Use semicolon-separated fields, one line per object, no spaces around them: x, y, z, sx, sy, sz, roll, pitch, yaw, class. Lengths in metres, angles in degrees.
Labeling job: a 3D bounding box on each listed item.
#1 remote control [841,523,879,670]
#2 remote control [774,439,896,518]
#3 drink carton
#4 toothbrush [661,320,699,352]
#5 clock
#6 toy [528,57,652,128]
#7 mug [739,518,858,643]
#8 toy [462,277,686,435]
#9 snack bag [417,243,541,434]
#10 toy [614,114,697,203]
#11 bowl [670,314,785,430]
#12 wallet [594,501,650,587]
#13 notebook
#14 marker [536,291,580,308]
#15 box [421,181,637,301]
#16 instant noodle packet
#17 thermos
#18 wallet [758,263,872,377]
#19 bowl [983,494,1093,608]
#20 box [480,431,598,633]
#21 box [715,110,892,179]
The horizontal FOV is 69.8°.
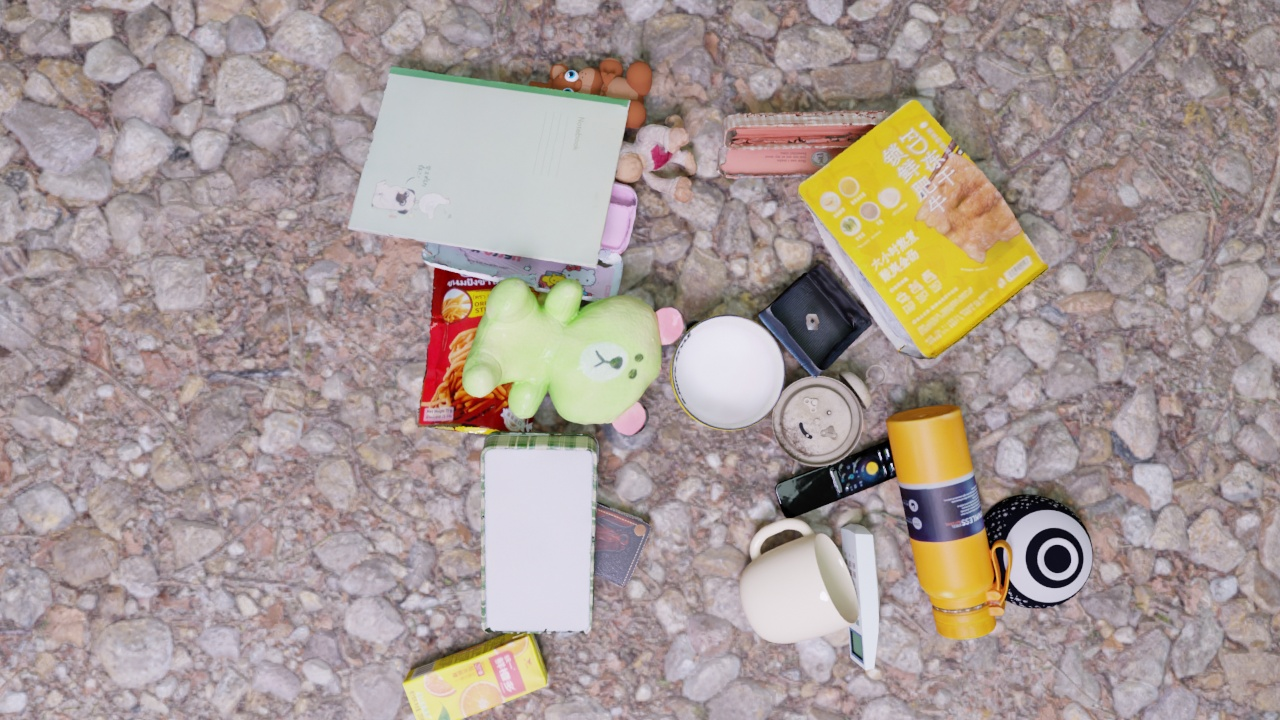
0.232;0.243;0.956;0.024;0.049;0.143;-3;87;-5;remote control
0.216;0.124;0.977;0.152;0.020;0.041;-20;93;-6;remote control
-0.165;0.323;0.932;0.134;0.043;0.058;-20;92;-4;drink carton
-0.006;0.006;0.974;0.167;0.013;0.013;-34;89;-2;toothbrush
0.197;0.050;0.963;0.141;0.054;0.093;-36;91;2;clock
-0.054;-0.280;0.961;0.128;0.065;0.094;9;78;2;toy
0.149;0.224;0.928;0.100;0.096;0.120;-26;74;23;mug
-0.071;-0.008;0.893;0.196;0.107;0.150;18;93;-31;toy
-0.159;-0.026;0.955;0.139;0.067;0.207;7;77;2;snack bag
0.005;-0.214;0.953;0.106;0.085;0.074;2;52;13;toy
0.086;0.013;0.950;0.117;0.068;0.117;0;87;-4;bowl
-0.058;0.180;0.956;0.123;0.019;0.072;23;86;-2;wallet
-0.150;-0.196;0.917;0.252;0.010;0.181;10;78;5;notebook
-0.050;-0.040;0.954;0.123;0.018;0.021;27;40;-20;marker
-0.111;-0.135;0.949;0.201;0.077;0.146;12;82;-3;box
0.284;-0.136;0.951;0.163;0.084;0.221;-37;97;-3;instant noodle packet
0.318;0.166;0.941;0.076;0.092;0.232;-14;93;-34;thermos
0.181;-0.042;0.956;0.089;0.026;0.114;50;50;3;wallet
0.421;0.203;0.961;0.120;0.066;0.120;0;87;-4;bowl
-0.100;0.172;0.909;0.117;0.051;0.206;0;106;-4;box
0.174;-0.228;0.976;0.187;0.083;0.041;-2;57;-2;box
